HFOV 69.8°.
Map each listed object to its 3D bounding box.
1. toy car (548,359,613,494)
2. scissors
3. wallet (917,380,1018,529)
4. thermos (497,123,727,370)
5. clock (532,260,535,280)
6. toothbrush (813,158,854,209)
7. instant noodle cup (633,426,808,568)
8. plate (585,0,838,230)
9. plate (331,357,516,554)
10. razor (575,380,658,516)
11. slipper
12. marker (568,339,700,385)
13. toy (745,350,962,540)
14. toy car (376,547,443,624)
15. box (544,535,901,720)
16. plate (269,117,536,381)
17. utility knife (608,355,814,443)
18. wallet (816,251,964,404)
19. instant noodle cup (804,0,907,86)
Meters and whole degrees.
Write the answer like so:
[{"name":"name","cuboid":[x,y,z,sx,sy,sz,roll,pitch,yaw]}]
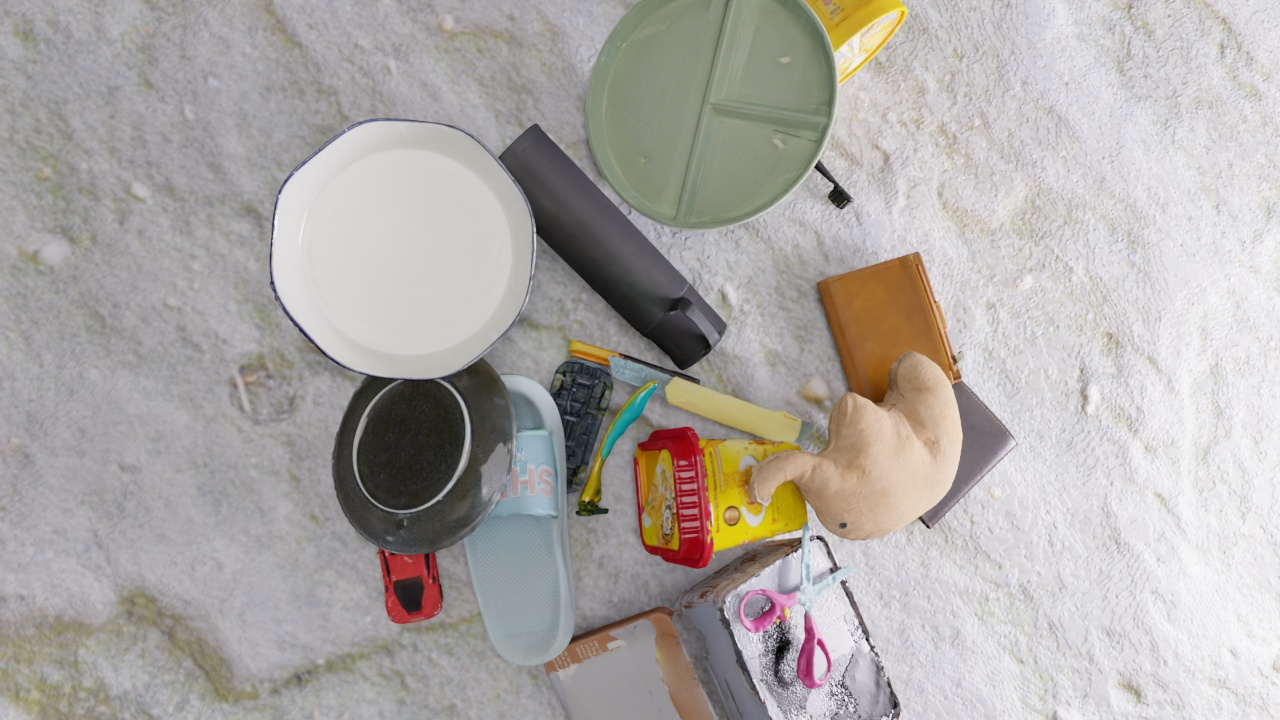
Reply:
[{"name":"toy car","cuboid":[-0.062,0.058,0.810,0.054,0.037,0.120,17,92,-5]},{"name":"scissors","cuboid":[0.134,0.200,0.740,0.133,0.017,0.131,-18,83,-37]},{"name":"wallet","cuboid":[0.284,0.083,0.868,0.122,0.020,0.096,-41,86,-9]},{"name":"thermos","cuboid":[-0.024,-0.097,0.791,0.242,0.090,0.068,44,74,-9]},{"name":"clock","cuboid":[-0.172,-0.087,0.787,0.161,0.056,0.116,5,94,-9]},{"name":"toothbrush","cuboid":[0.128,-0.227,0.872,0.027,0.026,0.212,-41,93,24]},{"name":"instant noodle cup","cuboid":[0.070,0.113,0.791,0.123,0.116,0.116,-3,84,-21]},{"name":"plate","cuboid":[0.061,-0.229,0.814,0.230,0.027,0.230,-1,89,20]},{"name":"plate","cuboid":[-0.184,0.068,0.751,0.180,0.024,0.179,-6,73,19]},{"name":"razor","cuboid":[-0.020,0.075,0.800,0.028,0.043,0.132,27,94,23]},{"name":"slipper","cuboid":[-0.112,0.135,0.761,0.104,0.074,0.245,-9,89,17]},{"name":"marker","cuboid":[-0.005,0.005,0.832,0.124,0.018,0.015,16,81,-8]},{"name":"toy","cuboid":[0.190,0.088,0.774,0.225,0.083,0.143,-27,104,-31]},{"name":"toy car","cuboid":[-0.198,0.169,0.781,0.049,0.031,0.106,-8,84,-10]},{"name":"box","cuboid":[0.071,0.276,0.770,0.271,0.133,0.179,-24,89,-5]},{"name":"plate","cuboid":[-0.186,-0.087,0.733,0.205,0.045,0.205,-1,95,-7]},{"name":"utility knife","cuboid":[0.065,0.038,0.825,0.208,0.021,0.031,21,85,-22]},{"name":"wallet","cuboid":[0.241,-0.029,0.862,0.119,0.035,0.130,-16,86,-6]},{"name":"instant noodle cup","cuboid":[0.162,-0.321,0.844,0.118,0.118,0.114,-36,83,-10]}]
